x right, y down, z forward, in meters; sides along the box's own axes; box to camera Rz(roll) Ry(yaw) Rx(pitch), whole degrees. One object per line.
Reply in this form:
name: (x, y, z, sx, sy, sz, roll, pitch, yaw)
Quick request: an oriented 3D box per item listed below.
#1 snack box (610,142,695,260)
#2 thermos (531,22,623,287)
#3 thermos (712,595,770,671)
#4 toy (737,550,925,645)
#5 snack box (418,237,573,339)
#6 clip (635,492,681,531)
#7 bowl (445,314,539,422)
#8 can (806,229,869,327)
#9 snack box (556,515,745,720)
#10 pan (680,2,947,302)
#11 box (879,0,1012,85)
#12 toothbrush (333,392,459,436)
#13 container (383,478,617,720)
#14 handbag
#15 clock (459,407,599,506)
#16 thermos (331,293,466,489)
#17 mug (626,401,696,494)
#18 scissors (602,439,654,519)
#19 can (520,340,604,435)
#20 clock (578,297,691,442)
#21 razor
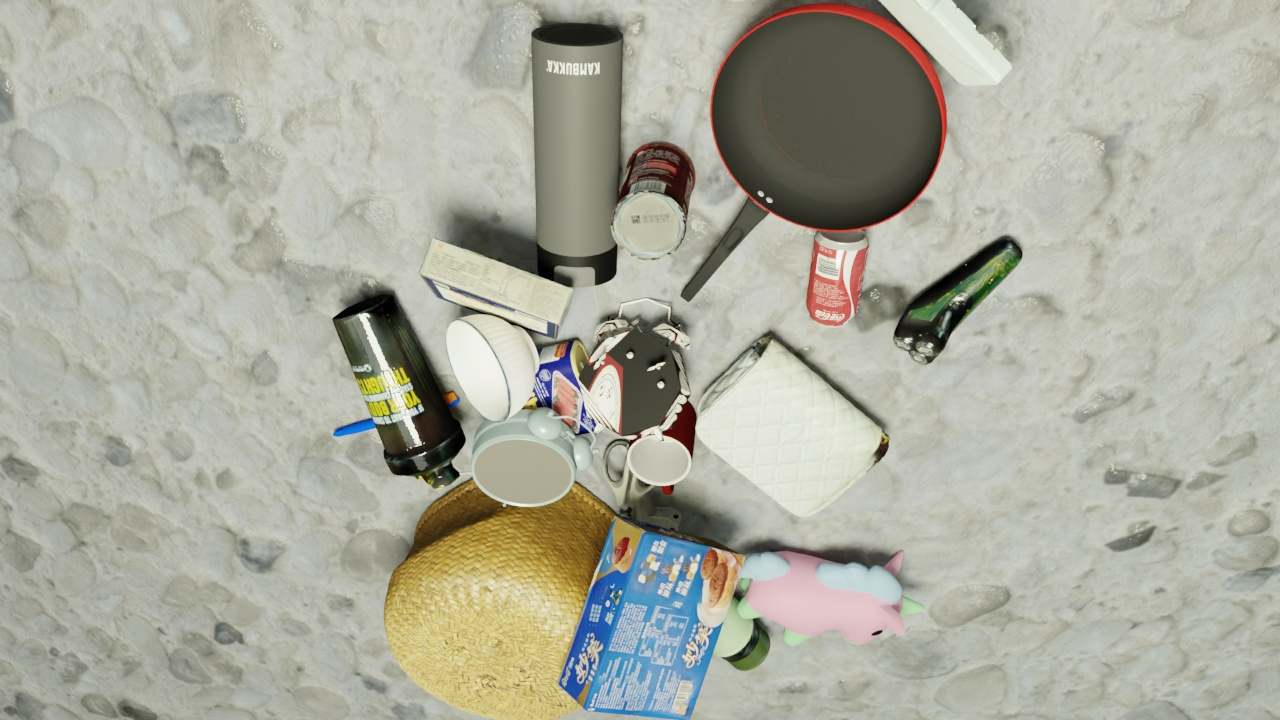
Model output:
snack box: (0.013, -0.153, 0.872, 0.072, 0.121, 0.072, 4, 124, 5)
thermos: (-0.061, -0.190, 0.882, 0.082, 0.082, 0.241, 6, 124, 5)
thermos: (0.085, 0.319, 1.189, 0.082, 0.082, 0.231, -29, 122, 24)
toy: (0.222, 0.287, 1.143, 0.222, 0.119, 0.172, 30, 132, -13)
snack box: (-0.144, -0.070, 0.942, 0.144, 0.145, 0.042, 19, 84, -5)
clip: (0.024, 0.201, 1.171, 0.058, 0.050, 0.102, -3, 124, 2)
bowl: (-0.149, 0.001, 0.974, 0.118, 0.062, 0.118, 34, 137, 37)
can: (0.198, -0.085, 0.929, 0.054, 0.053, 0.097, 5, 124, 5)
snack box: (0.014, 0.296, 1.051, 0.155, 0.069, 0.202, 20, 88, -33)
pan: (0.133, -0.174, 0.869, 0.209, 0.067, 0.357, 36, 139, -3)
box: (0.206, -0.298, 0.739, 0.197, 0.134, 0.041, 39, 102, -17)
toothbrush: (-0.303, 0.068, 1.128, 0.183, 0.016, 0.018, -15, 114, 17)
container: (-0.159, 0.311, 1.161, 0.307, 0.196, 0.308, 4, 125, 6)
handbag: (0.165, 0.073, 1.030, 0.195, 0.072, 0.139, 39, 111, -16)
clock: (-0.122, 0.108, 1.040, 0.160, 0.045, 0.122, -30, 125, 26)
thermos: (-0.274, 0.038, 1.049, 0.098, 0.098, 0.221, -14, 109, 17)
mug: (0.028, 0.103, 1.061, 0.073, 0.082, 0.106, -4, 122, 11)
scissors: (-0.007, 0.179, 1.106, 0.121, 0.012, 0.171, -18, 85, 5)
can: (-0.098, 0.038, 1.053, 0.092, 0.056, 0.116, -13, 120, 15)
clock: (-0.006, 0.006, 0.983, 0.115, 0.065, 0.154, 5, 82, 18)
razor: (0.322, -0.059, 0.923, 0.054, 0.067, 0.152, 37, 113, -20)
